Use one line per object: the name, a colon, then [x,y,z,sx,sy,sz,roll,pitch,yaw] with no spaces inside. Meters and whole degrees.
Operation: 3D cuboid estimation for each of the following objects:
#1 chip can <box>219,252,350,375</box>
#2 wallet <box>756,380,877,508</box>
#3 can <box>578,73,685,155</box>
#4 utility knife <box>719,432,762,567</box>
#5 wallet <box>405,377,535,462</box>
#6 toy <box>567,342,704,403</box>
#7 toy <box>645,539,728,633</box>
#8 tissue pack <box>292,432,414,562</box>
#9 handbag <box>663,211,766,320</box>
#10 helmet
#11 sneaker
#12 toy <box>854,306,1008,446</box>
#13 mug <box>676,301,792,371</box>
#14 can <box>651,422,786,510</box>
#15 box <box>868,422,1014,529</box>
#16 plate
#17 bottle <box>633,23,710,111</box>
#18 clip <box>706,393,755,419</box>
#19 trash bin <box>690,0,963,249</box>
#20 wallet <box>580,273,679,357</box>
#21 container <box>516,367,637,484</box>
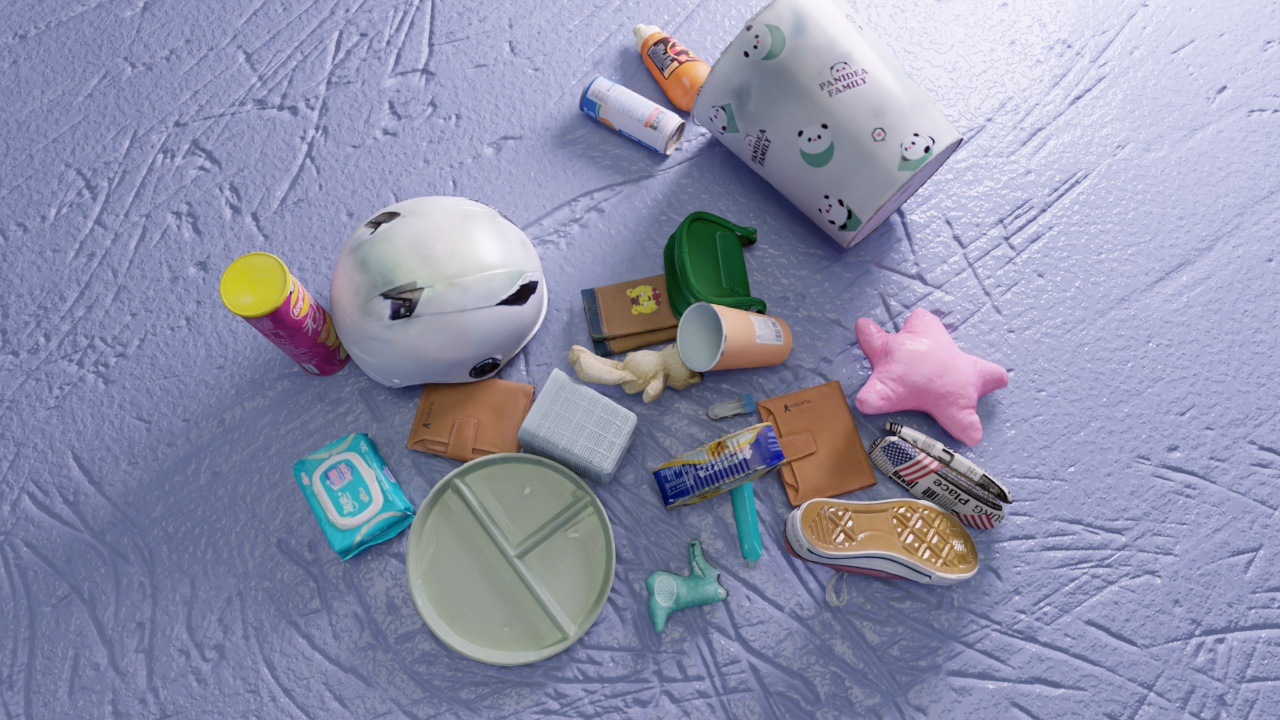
chip can: [-0.389,-0.046,1.027,0.071,0.211,0.071,0,72,1]
wallet: [0.203,0.096,1.066,0.108,0.031,0.131,-14,71,-5]
can: [-0.010,-0.319,1.194,0.134,0.053,0.053,30,75,10]
utility knife: [0.116,0.158,1.055,0.029,0.013,0.157,-9,74,1]
wallet: [-0.200,0.074,1.080,0.131,0.035,0.118,10,66,5]
toy: [-0.006,0.006,1.060,0.157,0.105,0.066,3,109,-19]
toy: [0.050,0.248,1.019,0.092,0.030,0.096,-7,64,-6]
tissue pack: [-0.325,0.154,1.044,0.093,0.050,0.133,-32,74,-10]
handbag: [0.092,-0.109,1.106,0.120,0.068,0.131,1,66,-19]
helmet: [-0.228,-0.099,1.053,0.258,0.146,0.229,-13,69,-17]
sneaker: [0.253,0.203,0.999,0.240,0.088,0.118,10,58,-21]
toy: [0.339,0.009,1.070,0.194,0.075,0.178,15,57,-6]
mug: [0.113,-0.025,1.059,0.122,0.078,0.078,1,67,-38]
can: [0.087,0.120,1.026,0.148,0.074,0.049,-25,74,14]
box: [0.333,0.136,1.032,0.163,0.075,0.082,35,87,9]
plate: [-0.142,0.217,1.015,0.230,0.027,0.230,0,81,-1]
bottle: [0.038,-0.397,1.219,0.066,0.067,0.149,-33,67,-10]
clip: [0.107,0.058,1.087,0.058,0.038,0.026,-13,74,-5]
trash bin: [0.228,-0.285,1.100,0.229,0.230,0.252,-41,82,-12]
wallet: [-0.009,-0.056,1.120,0.115,0.033,0.090,-12,71,-7]
container: [-0.068,0.080,1.045,0.111,0.090,0.090,27,74,7]
